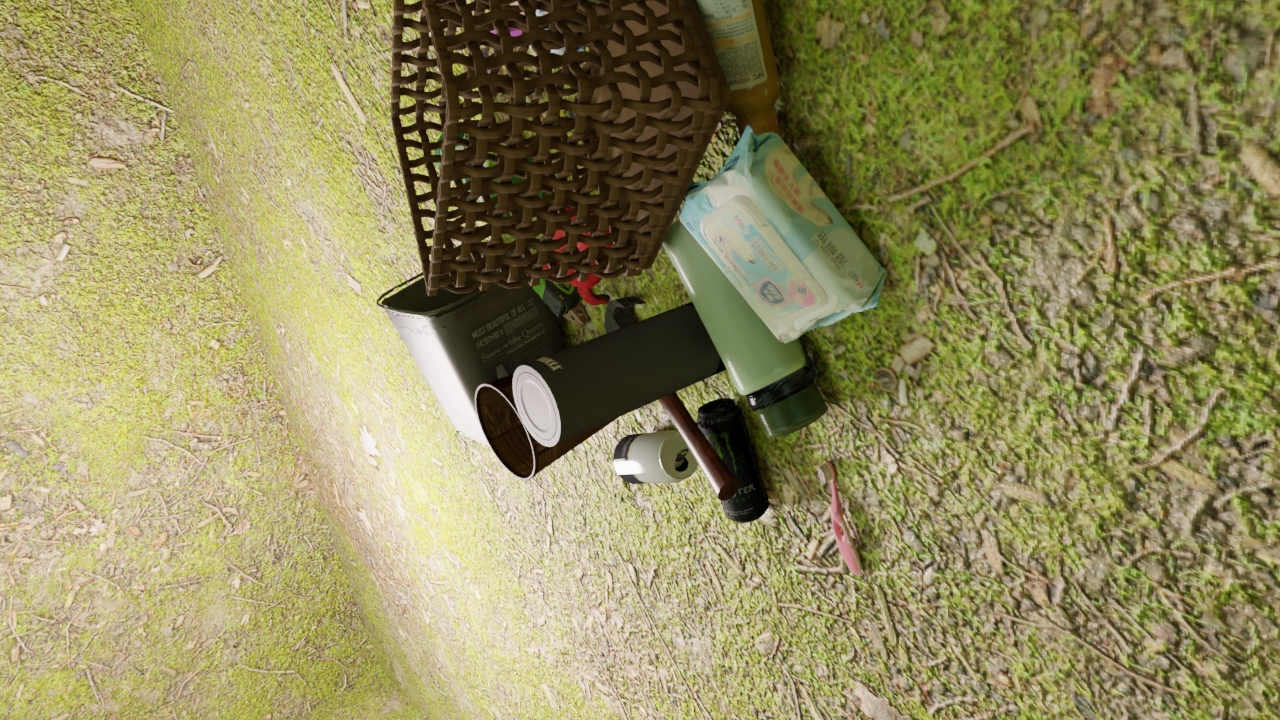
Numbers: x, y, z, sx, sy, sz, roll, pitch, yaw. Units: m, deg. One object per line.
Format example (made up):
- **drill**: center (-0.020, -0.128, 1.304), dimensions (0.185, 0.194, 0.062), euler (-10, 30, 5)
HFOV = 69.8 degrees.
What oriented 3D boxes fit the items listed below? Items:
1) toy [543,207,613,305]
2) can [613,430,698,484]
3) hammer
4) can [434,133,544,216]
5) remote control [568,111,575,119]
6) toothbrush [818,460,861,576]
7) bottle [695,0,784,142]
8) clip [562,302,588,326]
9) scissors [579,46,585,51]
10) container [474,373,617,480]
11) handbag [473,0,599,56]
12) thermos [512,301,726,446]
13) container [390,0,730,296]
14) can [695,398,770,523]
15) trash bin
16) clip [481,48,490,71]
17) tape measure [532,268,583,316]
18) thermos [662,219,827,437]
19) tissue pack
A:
- **toy**: center (-0.058, -0.119, 1.068), dimensions (0.094, 0.087, 0.133), euler (10, 123, 40)
- **can**: center (0.021, 0.121, 1.139), dimensions (0.128, 0.064, 0.064), euler (-13, 102, 58)
- **hammer**: center (0.028, 0.037, 1.029), dimensions (0.111, 0.028, 0.300), euler (97, 151, -42)
- **can**: center (-0.192, -0.242, 1.162), dimensions (0.144, 0.082, 0.083), euler (36, 140, 36)
- **remote control**: center (-0.037, -0.273, 0.978), dimensions (0.137, 0.015, 0.032), euler (-2, 111, 56)
- **toothbrush**: center (0.207, 0.166, 0.949), dimensions (0.022, 0.016, 0.135), euler (4, 116, 57)
- **bottle**: center (0.084, -0.255, 0.764), dimensions (0.053, 0.053, 0.186), euler (22, 140, 47)
- **clip**: center (-0.094, -0.067, 1.207), dimensions (0.060, 0.024, 0.039), euler (58, 148, 1)
- **scissors**: center (-0.084, -0.390, 0.965), dimensions (0.066, 0.015, 0.135), euler (-10, 106, 54)
- **container**: center (-0.105, 0.057, 1.177), dimensions (0.132, 0.166, 0.132), euler (35, 139, 37)
- **handbag**: center (-0.120, -0.376, 0.960), dimensions (0.170, 0.067, 0.145), euler (14, 122, 50)
- **thermos**: center (-0.006, 0.005, 0.930), dimensions (0.082, 0.239, 0.082), euler (32, 133, 42)
- **container**: center (-0.089, -0.221, 0.799), dimensions (0.252, 0.213, 0.219), euler (118, 140, -58)
- **can**: center (0.103, 0.113, 1.024), dimensions (0.054, 0.053, 0.138), euler (3, 115, 55)
- **trash bin**: center (-0.211, -0.019, 1.267), dimensions (0.198, 0.196, 0.220), euler (13, 130, 50)
- **clip**: center (-0.200, -0.373, 1.145), dimensions (0.052, 0.014, 0.041), euler (13, 124, 49)
- **tape measure**: center (-0.102, -0.091, 1.166), dimensions (0.065, 0.058, 0.036), euler (48, 147, 19)
- **thermos**: center (0.106, -0.039, 0.892), dimensions (0.083, 0.082, 0.231), euler (-28, 89, 59)
- **tissue pack**: center (0.116, -0.105, 0.794), dimensions (0.182, 0.069, 0.112), euler (48, 150, -9)
